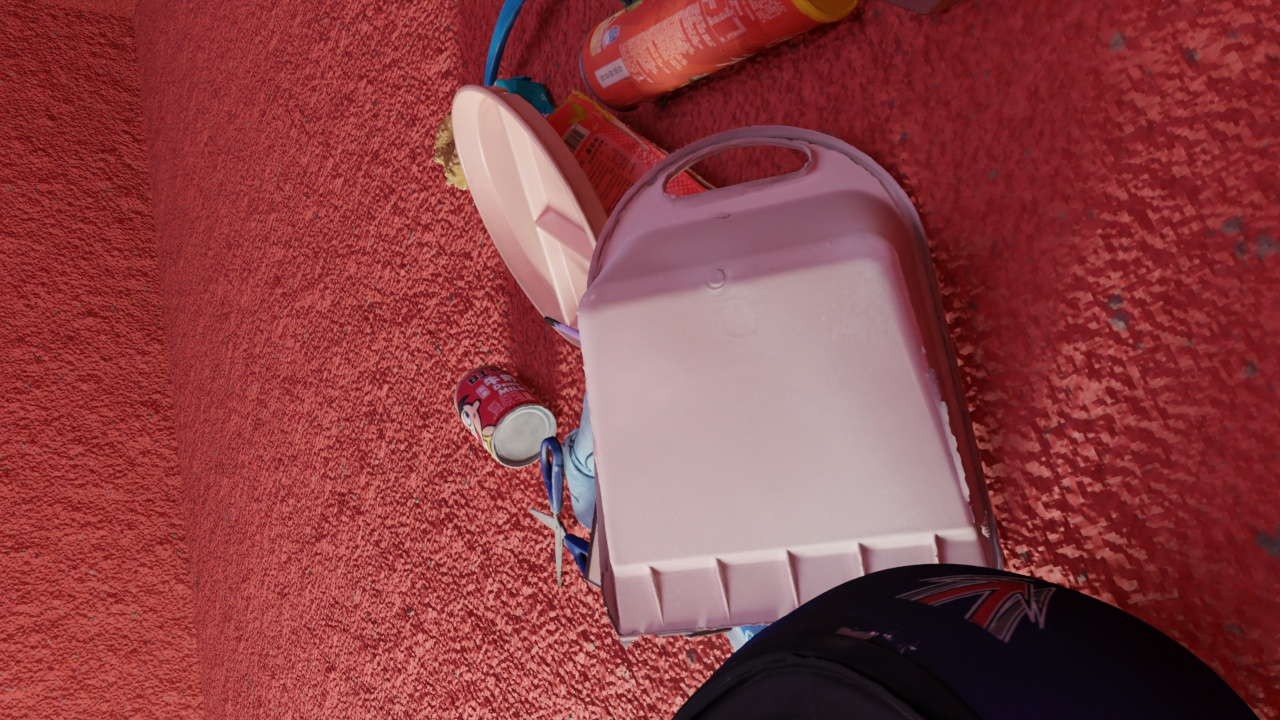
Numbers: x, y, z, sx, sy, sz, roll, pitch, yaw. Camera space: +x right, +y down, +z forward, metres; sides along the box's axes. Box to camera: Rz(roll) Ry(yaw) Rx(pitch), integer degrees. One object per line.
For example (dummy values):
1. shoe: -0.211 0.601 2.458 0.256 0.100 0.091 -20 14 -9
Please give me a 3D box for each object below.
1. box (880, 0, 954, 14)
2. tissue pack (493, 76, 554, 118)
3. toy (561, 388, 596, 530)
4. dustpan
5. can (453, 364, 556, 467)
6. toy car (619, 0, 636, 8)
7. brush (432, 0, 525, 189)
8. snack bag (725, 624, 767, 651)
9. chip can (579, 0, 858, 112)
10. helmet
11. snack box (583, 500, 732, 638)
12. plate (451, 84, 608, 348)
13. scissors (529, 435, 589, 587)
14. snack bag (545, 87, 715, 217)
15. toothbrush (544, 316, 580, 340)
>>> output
1. box: 0.120 -0.254 0.429 0.147 0.180 0.148 -4 83 54
2. tissue pack: -0.110 -0.186 0.841 0.093 0.050 0.133 -49 53 42
3. toy: -0.023 0.072 0.733 0.157 0.049 0.161 -13 85 55
4. dustpan: 0.076 0.007 0.537 0.223 0.138 0.273 -7 107 14
5. can: -0.129 0.050 0.858 0.094 0.066 0.067 37 120 47
6. toy car: 0.007 -0.305 0.697 0.043 0.034 0.090 -17 75 55
7. brush: -0.149 -0.268 0.888 0.255 0.045 0.083 -53 47 46
8. snack bag: 0.070 0.140 0.622 0.191 0.038 0.110 42 112 44
9. chip can: 0.044 -0.228 0.618 0.217 0.073 0.073 -6 86 53
10. helmet: 0.130 0.242 0.364 0.248 0.240 0.315 14 91 52
11. snack box: 0.015 0.106 0.617 0.113 0.053 0.125 14 96 49
12. plate: -0.079 -0.111 0.725 0.229 0.028 0.230 48 158 25
13. scissors: -0.068 0.138 0.787 0.176 0.012 0.162 24 126 60
14. snack bag: -0.008 -0.114 0.702 0.208 0.073 0.129 45 132 33
15. toothbrush: -0.004 0.004 0.685 0.189 0.016 0.014 26 150 29
